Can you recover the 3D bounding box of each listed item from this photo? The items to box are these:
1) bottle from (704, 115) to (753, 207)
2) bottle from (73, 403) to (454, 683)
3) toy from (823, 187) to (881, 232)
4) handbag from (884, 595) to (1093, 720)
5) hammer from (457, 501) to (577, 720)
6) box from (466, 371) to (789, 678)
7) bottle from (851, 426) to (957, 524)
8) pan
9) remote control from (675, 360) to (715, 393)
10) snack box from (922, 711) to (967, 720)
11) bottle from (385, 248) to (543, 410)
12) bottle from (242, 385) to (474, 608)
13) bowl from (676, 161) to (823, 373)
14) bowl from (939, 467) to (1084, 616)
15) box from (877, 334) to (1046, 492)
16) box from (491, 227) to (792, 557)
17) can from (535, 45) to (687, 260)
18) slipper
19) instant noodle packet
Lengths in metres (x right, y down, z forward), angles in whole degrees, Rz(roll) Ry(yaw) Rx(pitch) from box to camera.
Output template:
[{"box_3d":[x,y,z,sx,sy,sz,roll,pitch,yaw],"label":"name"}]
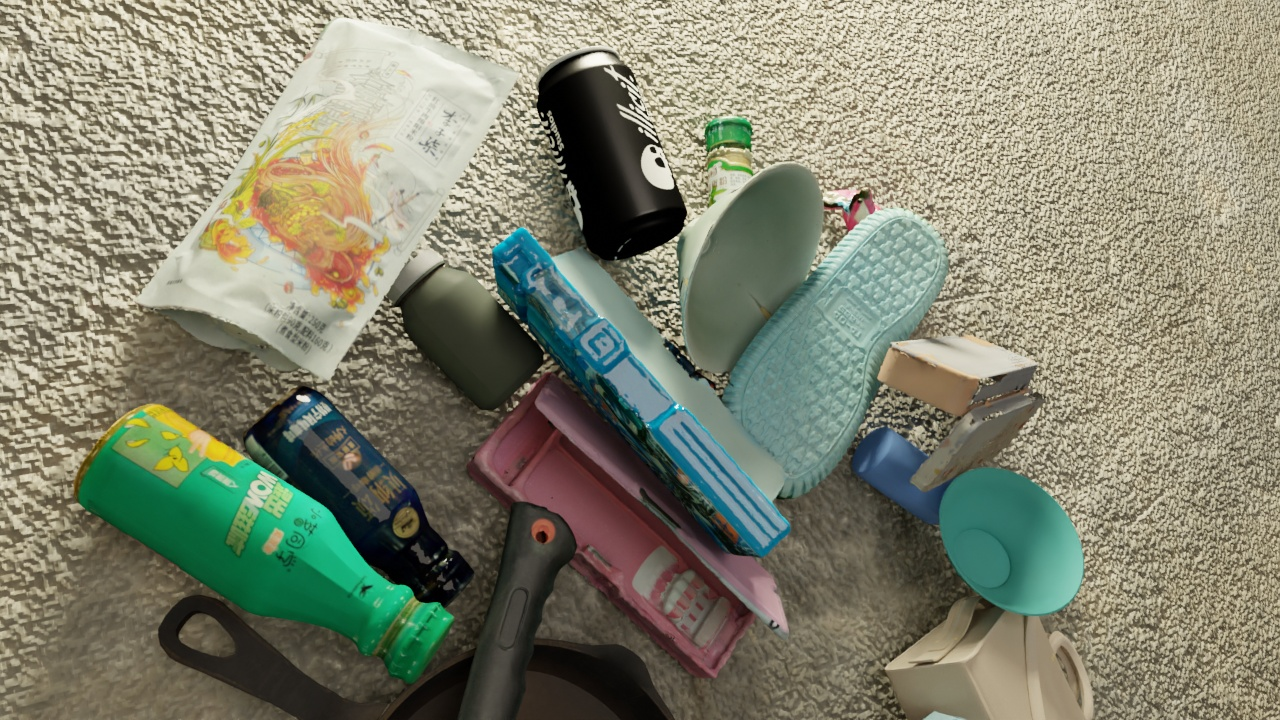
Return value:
[{"box_3d":[0.077,-0.150,0.775,0.042,0.043,0.109,7,72,-25],"label":"bottle"},{"box_3d":[-0.202,0.106,0.508,0.209,0.068,0.068,32,61,0],"label":"bottle"},{"box_3d":[0.214,-0.119,0.831,0.102,0.065,0.050,22,97,-23],"label":"toy"},{"box_3d":[0.309,0.278,0.734,0.197,0.102,0.194,-20,83,-43],"label":"handbag"},{"box_3d":[-0.097,0.238,0.512,0.133,0.033,0.332,22,62,-13],"label":"hammer"},{"box_3d":[0.004,0.107,0.621,0.232,0.099,0.099,45,60,-7],"label":"box"},{"box_3d":[0.241,0.109,0.771,0.131,0.048,0.048,35,61,-13],"label":"bottle"},{"box_3d":[-0.123,0.248,0.540,0.356,0.043,0.248,36,60,-7],"label":"pan"},{"box_3d":[-0.004,0.004,0.696,0.140,0.021,0.045,32,60,-20],"label":"remote control"},{"box_3d":[0.136,0.317,0.614,0.226,0.059,0.059,-24,85,-15],"label":"snack box"},{"box_3d":[-0.120,-0.021,0.621,0.108,0.060,0.060,47,59,-6],"label":"bottle"},{"box_3d":[-0.170,0.088,0.562,0.161,0.056,0.056,48,59,-6],"label":"bottle"},{"box_3d":[0.066,-0.079,0.712,0.068,0.174,0.173,31,53,31],"label":"bowl"},{"box_3d":[0.283,0.150,0.730,0.121,0.046,0.121,7,57,-11],"label":"bowl"},{"box_3d":[0.264,0.026,0.761,0.215,0.095,0.107,-6,54,-54],"label":"box"},{"box_3d":[0.000,0.023,0.621,0.064,0.174,0.243,-42,86,10],"label":"box"},{"box_3d":[-0.024,-0.156,0.702,0.080,0.080,0.146,-16,82,-30],"label":"can"},{"box_3d":[0.156,-0.011,0.754,0.116,0.070,0.275,40,75,-6],"label":"slipper"},{"box_3d":[-0.200,-0.123,0.607,0.147,0.057,0.268,21,65,3],"label":"instant noodle packet"}]
